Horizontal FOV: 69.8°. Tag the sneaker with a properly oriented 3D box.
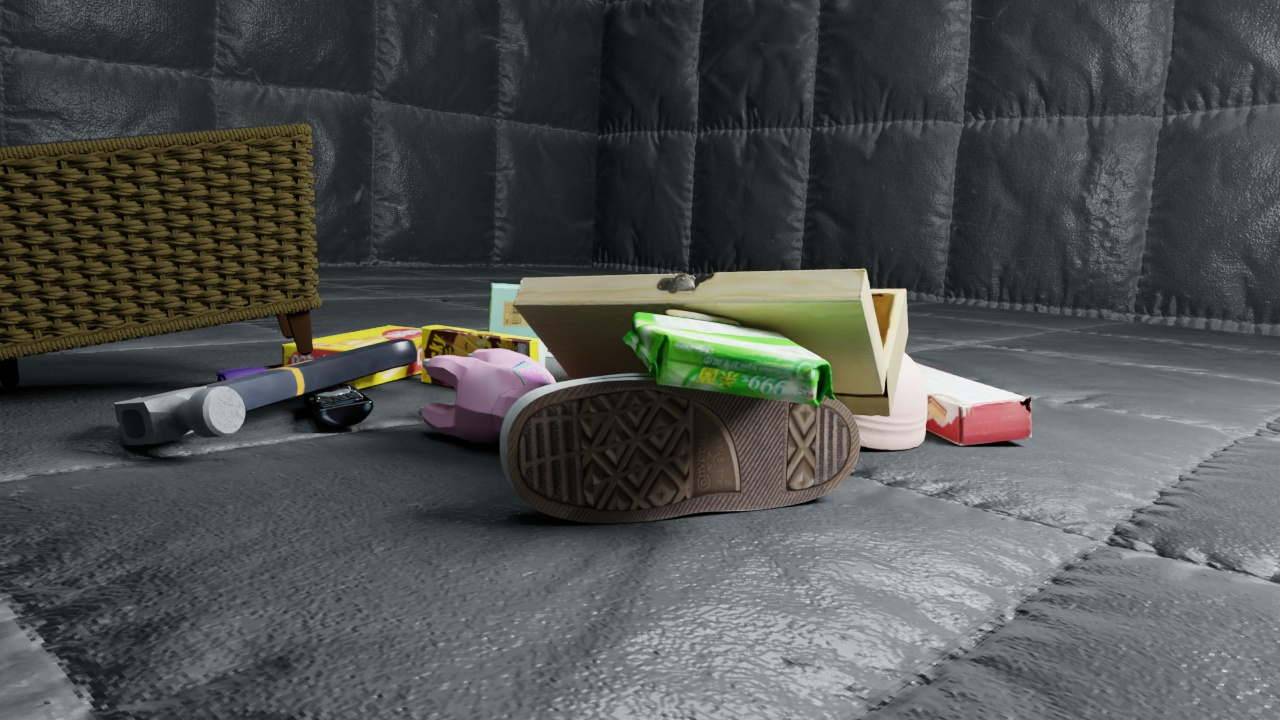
[{"bbox_3d":[0.020,0.047,0.613,0.245,0.091,0.097,-3,9,-25],"label":"sneaker"}]

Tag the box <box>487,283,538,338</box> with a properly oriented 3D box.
[{"bbox_3d":[-0.082,-0.029,1.040,0.187,0.055,0.139,0,-35,-15],"label":"box"}]

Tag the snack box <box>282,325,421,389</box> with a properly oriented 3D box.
[{"bbox_3d":[-0.293,-0.006,1.015,0.092,0.042,0.200,5,9,17],"label":"snack box"}]

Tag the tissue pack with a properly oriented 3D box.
[{"bbox_3d":[0.051,-0.003,0.557,0.114,0.034,0.099,7,11,-10],"label":"tissue pack"}]

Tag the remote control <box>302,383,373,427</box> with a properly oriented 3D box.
[{"bbox_3d":[-0.266,0.038,0.804,0.045,0.021,0.141,-10,9,-23],"label":"remote control"}]

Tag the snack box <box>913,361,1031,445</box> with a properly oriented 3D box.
[{"bbox_3d":[0.292,0.037,0.944,0.076,0.044,0.273,-4,9,-10],"label":"snack box"}]

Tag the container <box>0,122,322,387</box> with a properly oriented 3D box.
[{"bbox_3d":[-0.457,-0.091,0.826,0.320,0.205,0.176,-12,15,-25],"label":"container"}]

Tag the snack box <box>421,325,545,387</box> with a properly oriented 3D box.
[{"bbox_3d":[-0.165,0.001,0.951,0.149,0.061,0.025,8,11,31],"label":"snack box"}]

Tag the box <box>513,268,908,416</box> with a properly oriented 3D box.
[{"bbox_3d":[0.067,-0.016,0.716,0.248,0.118,0.252,0,-5,23],"label":"box"}]

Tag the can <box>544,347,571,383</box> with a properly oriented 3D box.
[{"bbox_3d":[-0.097,0.008,0.984,0.107,0.044,0.044,5,9,15],"label":"can"}]

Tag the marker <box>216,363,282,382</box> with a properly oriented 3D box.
[{"bbox_3d":[-0.382,0.011,0.952,0.018,0.015,0.133,39,21,16],"label":"marker"}]

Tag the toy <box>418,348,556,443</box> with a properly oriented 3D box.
[{"bbox_3d":[-0.101,0.034,0.740,0.158,0.067,0.123,12,11,28],"label":"toy"}]

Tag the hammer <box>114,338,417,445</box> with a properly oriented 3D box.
[{"bbox_3d":[-0.293,0.017,0.782,0.139,0.035,0.311,-6,8,24],"label":"hammer"}]

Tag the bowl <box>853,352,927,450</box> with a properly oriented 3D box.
[{"bbox_3d":[0.192,0.014,0.829,0.153,0.076,0.152,12,19,-4],"label":"bowl"}]
